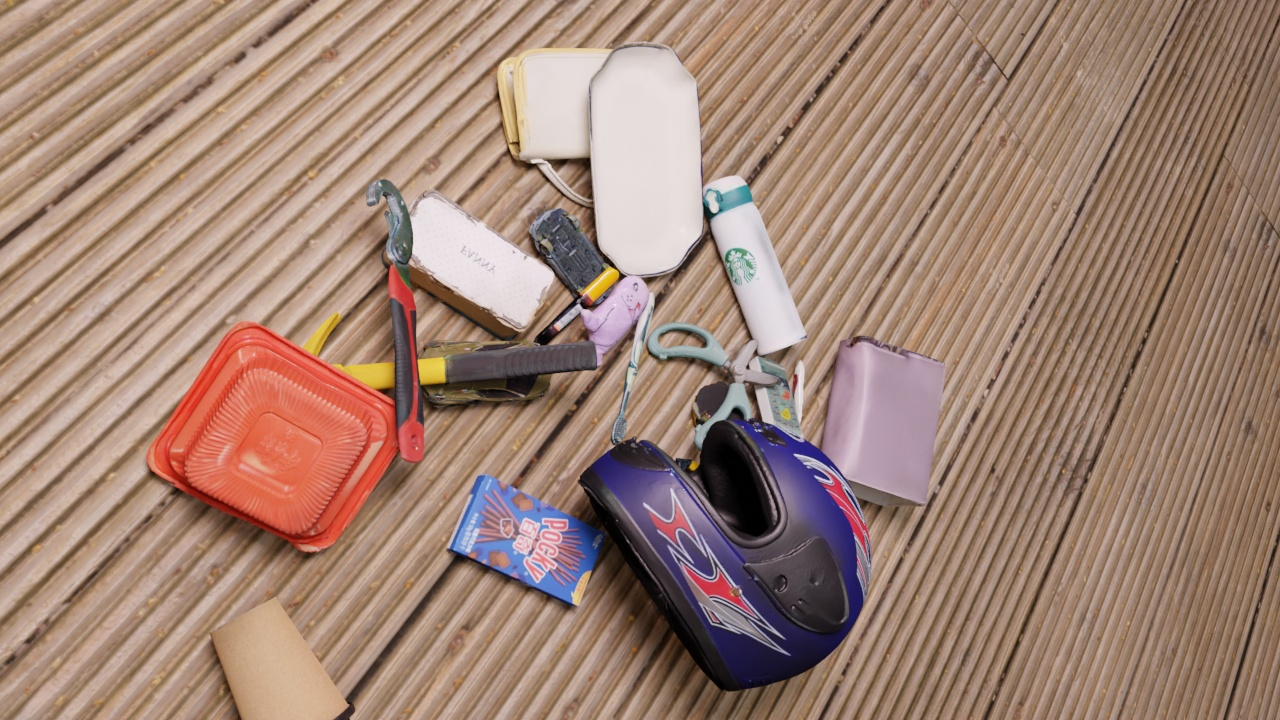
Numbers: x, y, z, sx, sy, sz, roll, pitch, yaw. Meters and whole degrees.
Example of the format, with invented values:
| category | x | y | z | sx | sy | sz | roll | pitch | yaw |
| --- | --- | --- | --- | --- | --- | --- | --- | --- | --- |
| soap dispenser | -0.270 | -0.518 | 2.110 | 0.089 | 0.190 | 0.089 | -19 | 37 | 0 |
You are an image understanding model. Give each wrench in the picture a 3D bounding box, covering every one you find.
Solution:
| category | x | y | z | sx | sy | sz | roll | pitch | yaw |
| --- | --- | --- | --- | --- | --- | --- | --- | --- | --- |
| wrench | -0.226 | -0.039 | 0.869 | 0.056 | 0.016 | 0.273 | 11 | 69 | -66 |

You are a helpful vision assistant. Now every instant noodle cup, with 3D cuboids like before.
| category | x | y | z | sx | sy | sz | roll | pitch | yaw |
| --- | --- | --- | --- | --- | --- | --- | --- | --- | --- |
| instant noodle cup | -0.319 | 0.077 | 0.819 | 0.188 | 0.079 | 0.164 | 32 | 88 | -19 |

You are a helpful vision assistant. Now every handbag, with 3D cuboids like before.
| category | x | y | z | sx | sy | sz | roll | pitch | yaw |
| --- | --- | --- | --- | --- | --- | --- | --- | --- | --- |
| handbag | -0.079 | -0.265 | 1.067 | 0.163 | 0.063 | 0.179 | -11 | 102 | -31 |
| handbag | 0.308 | 0.082 | 1.199 | 0.145 | 0.099 | 0.196 | 22 | 72 | -27 |

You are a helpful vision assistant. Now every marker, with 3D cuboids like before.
| category | x | y | z | sx | sy | sz | roll | pitch | yaw |
| --- | --- | --- | --- | --- | --- | --- | --- | --- | --- |
| marker | -0.073 | -0.060 | 1.031 | 0.123 | 0.015 | 0.018 | -44 | 129 | -7 |

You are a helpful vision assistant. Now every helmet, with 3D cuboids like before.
| category | x | y | z | sx | sy | sz | roll | pitch | yaw |
| --- | --- | --- | --- | --- | --- | --- | --- | --- | --- |
| helmet | 0.109 | 0.180 | 0.973 | 0.240 | 0.247 | 0.315 | -36 | 109 | -12 |

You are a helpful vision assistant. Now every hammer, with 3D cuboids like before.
| category | x | y | z | sx | sy | sz | roll | pitch | yaw |
| --- | --- | --- | --- | --- | --- | --- | --- | --- | --- |
| hammer | -0.192 | 0.008 | 0.913 | 0.300 | 0.033 | 0.128 | -5 | 85 | -13 |

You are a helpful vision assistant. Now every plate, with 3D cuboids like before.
| category | x | y | z | sx | sy | sz | roll | pitch | yaw |
| --- | --- | --- | --- | --- | --- | --- | --- | --- | --- |
| plate | 0.001 | -0.231 | 1.073 | 0.161 | 0.034 | 0.266 | -14 | 108 | -35 |

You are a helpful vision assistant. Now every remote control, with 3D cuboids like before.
| category | x | y | z | sx | sy | sz | roll | pitch | yaw |
| --- | --- | --- | --- | --- | --- | --- | --- | --- | --- |
| remote control | 0.171 | 0.060 | 1.135 | 0.056 | 0.019 | 0.135 | 20 | 47 | -38 |

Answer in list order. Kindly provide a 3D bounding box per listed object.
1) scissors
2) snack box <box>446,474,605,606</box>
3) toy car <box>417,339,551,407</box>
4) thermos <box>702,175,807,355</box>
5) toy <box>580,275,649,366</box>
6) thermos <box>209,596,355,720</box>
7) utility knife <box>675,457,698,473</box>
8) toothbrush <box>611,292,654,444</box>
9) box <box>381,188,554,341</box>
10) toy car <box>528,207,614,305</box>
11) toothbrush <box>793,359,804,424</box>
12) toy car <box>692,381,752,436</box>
| category | x | y | z | sx | sy | sz | roll | pitch | yaw |
| --- | --- | --- | --- | --- | --- | --- | --- | --- | --- |
| scissors | 0.083 | 0.034 | 1.092 | 0.170 | 0.019 | 0.177 | 16 | 62 | -13 |
| snack box | -0.118 | 0.192 | 0.973 | 0.157 | 0.026 | 0.084 | 31 | 67 | -22 |
| toy car | -0.163 | 0.011 | 0.973 | 0.157 | 0.042 | 0.070 | -3 | 83 | -33 |
| thermos | 0.138 | -0.121 | 1.153 | 0.073 | 0.073 | 0.224 | -23 | 93 | -31 |
| toy | -0.028 | -0.056 | 1.055 | 0.107 | 0.039 | 0.084 | -45 | 144 | -27 |
| thermos | -0.319 | 0.288 | 0.810 | 0.092 | 0.093 | 0.143 | -28 | 87 | -31 |
| utility knife | 0.117 | 0.180 | 1.118 | 0.203 | 0.015 | 0.033 | 38 | 67 | -19 |
| toothbrush | -0.006 | 0.006 | 1.076 | 0.016 | 0.018 | 0.191 | 22 | 71 | -25 |
| box | -0.175 | -0.096 | 0.973 | 0.184 | 0.061 | 0.089 | 37 | 67 | -22 |
| toy car | -0.077 | -0.117 | 1.047 | 0.054 | 0.037 | 0.120 | -48 | 116 | -22 |
| toothbrush | 0.197 | 0.090 | 1.182 | 0.017 | 0.016 | 0.187 | 10 | 77 | -18 |
| toy car | 0.118 | 0.095 | 1.118 | 0.071 | 0.041 | 0.156 | -39 | 95 | -30 |
